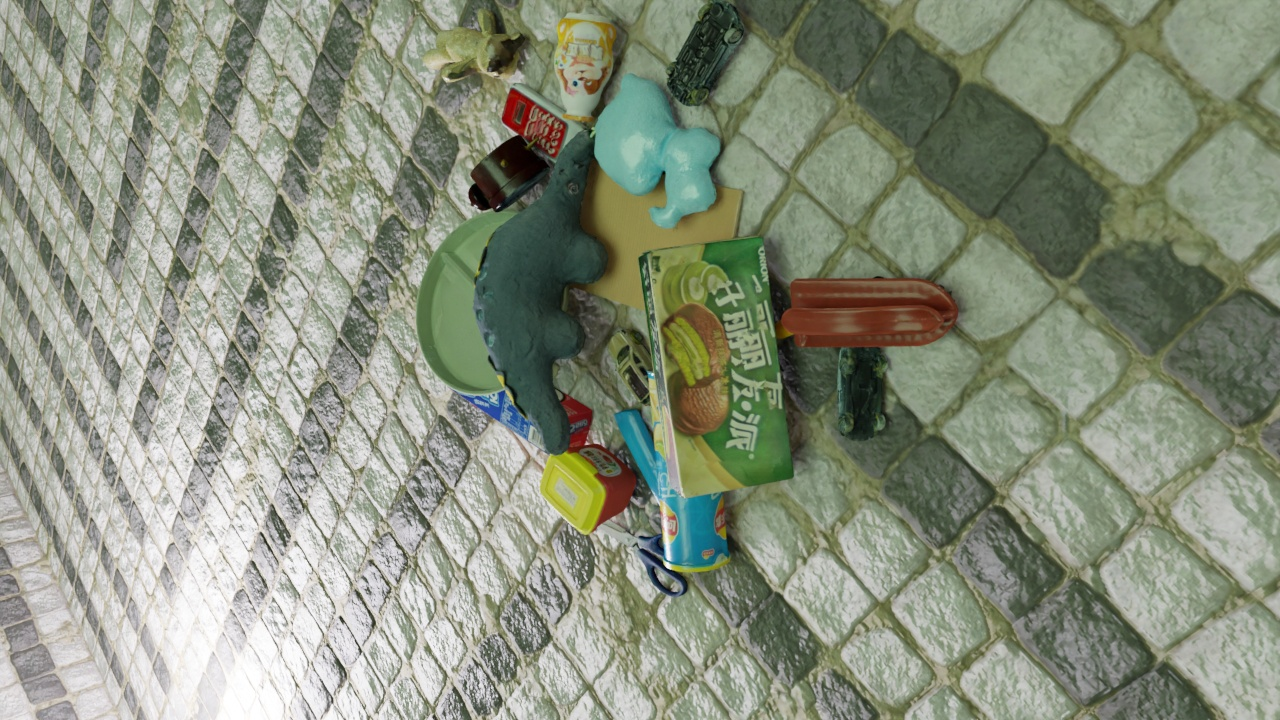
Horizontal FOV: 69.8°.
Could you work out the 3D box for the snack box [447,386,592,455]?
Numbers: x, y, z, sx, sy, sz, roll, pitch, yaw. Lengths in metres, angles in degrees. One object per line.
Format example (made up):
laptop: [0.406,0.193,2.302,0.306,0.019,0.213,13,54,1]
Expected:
snack box: [-0.154,0.046,1.133,0.208,0.058,0.057,28,116,33]

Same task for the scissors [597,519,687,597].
scissors: [-0.008,0.223,1.074,0.174,0.012,0.126,-11,91,43]

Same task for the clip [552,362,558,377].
clip: [-0.147,-0.007,1.130,0.100,0.070,0.035,36,119,38]

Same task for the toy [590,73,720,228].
toy: [0.010,-0.216,0.943,0.156,0.049,0.161,5,92,27]

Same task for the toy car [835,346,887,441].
toy car: [0.199,0.029,0.838,0.034,0.043,0.090,-167,74,-67]

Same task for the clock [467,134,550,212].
clock: [-0.157,-0.212,1.064,0.055,0.081,0.122,51,147,-8]

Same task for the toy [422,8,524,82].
toy: [-0.204,-0.368,1.099,0.157,0.066,0.105,20,69,41]

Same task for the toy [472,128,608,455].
toy: [-0.114,-0.080,1.005,0.138,0.091,0.356,7,86,19]

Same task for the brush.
brush: [0.199,-0.040,0.795,0.146,0.069,0.063,2,107,33]

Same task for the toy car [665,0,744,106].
toy car: [0.065,-0.299,0.894,0.049,0.031,0.106,49,127,22]

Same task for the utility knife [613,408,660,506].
utility knife: [0.016,0.125,1.030,0.034,0.018,0.161,-35,77,43]

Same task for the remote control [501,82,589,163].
remote control: [-0.111,-0.269,1.058,0.136,0.020,0.056,40,121,28]

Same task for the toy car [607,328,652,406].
toy car: [-0.006,0.006,1.014,0.042,0.035,0.090,-47,66,35]

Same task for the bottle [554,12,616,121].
bottle: [-0.061,-0.312,0.979,0.063,0.063,0.108,20,111,36]

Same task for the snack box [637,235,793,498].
snack box: [0.072,0.005,0.887,0.063,0.114,0.240,-167,69,-79]

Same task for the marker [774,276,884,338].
marker: [0.176,-0.049,0.860,0.124,0.015,0.018,-26,83,38]

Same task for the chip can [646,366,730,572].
chip can: [0.050,0.110,0.961,0.071,0.071,0.210,0,99,41]

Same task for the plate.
plate: [-0.179,-0.070,1.109,0.231,0.027,0.230,-7,77,31]

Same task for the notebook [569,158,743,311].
notebook: [0.011,-0.127,0.989,0.212,0.012,0.150,21,110,36]

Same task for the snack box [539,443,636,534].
snack box: [-0.059,0.144,1.056,0.091,0.080,0.082,37,120,29]
